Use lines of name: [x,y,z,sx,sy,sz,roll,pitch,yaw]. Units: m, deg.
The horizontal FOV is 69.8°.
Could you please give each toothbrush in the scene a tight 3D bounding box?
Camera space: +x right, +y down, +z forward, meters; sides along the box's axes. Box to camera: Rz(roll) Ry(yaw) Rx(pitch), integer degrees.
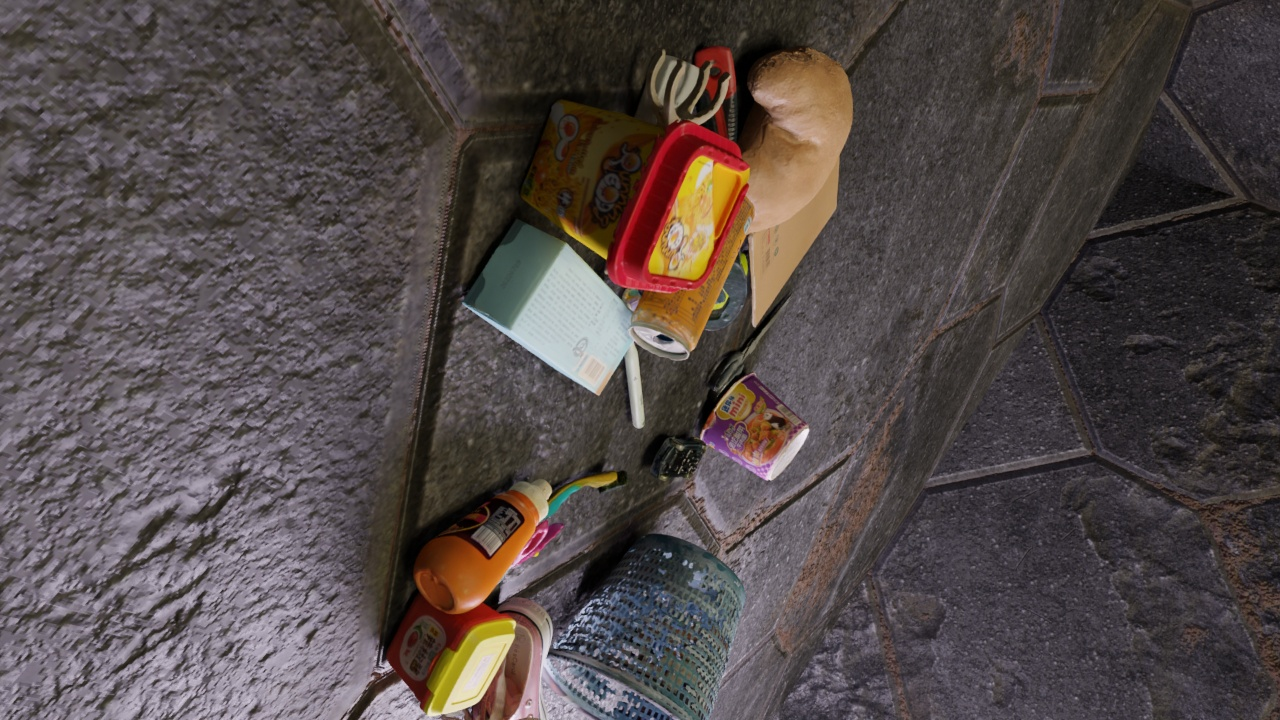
toothbrush: [-0.005,0.005,0.889,0.190,0.020,0.029,87,17,-48]

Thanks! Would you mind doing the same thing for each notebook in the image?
notebook: [0.173,-0.155,1.014,0.207,0.008,0.148,-54,154,-27]

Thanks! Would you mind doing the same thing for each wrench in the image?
wrench: [0.069,-0.141,0.814,0.016,0.056,0.274,-85,174,-53]

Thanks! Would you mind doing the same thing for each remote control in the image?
remote control: [0.009,-0.167,0.737,0.058,0.021,0.150,-9,124,-57]

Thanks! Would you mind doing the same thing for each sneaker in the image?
sneaker: [-0.140,0.355,0.926,0.087,0.118,0.241,-48,151,-60]

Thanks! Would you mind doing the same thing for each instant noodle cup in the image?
instant noodle cup: [-0.007,-0.120,0.643,0.115,0.124,0.116,-1,118,-60]
instant noodle cup: [0.144,0.087,1.125,0.111,0.099,0.112,-44,160,-21]

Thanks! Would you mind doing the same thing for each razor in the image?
razor: [-0.067,0.135,0.908,0.132,0.043,0.028,-20,89,-50]

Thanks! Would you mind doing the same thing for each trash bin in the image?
trash bin: [0.018,0.321,1.072,0.194,0.227,0.227,-58,156,-32]

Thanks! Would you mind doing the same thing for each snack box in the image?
snack box: [-0.166,0.247,0.797,0.091,0.080,0.082,-62,152,5]
snack box: [-0.062,-0.036,0.716,0.074,0.052,0.175,-58,154,-5]

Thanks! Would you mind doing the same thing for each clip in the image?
clip: [0.035,-0.187,0.698,0.094,0.035,0.102,-24,134,-24]

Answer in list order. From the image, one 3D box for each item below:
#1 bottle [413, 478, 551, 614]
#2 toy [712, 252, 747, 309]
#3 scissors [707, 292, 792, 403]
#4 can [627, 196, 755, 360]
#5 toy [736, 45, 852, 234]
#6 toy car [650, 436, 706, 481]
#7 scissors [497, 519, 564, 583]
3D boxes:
bottle: [-0.127,0.150,0.792,0.149,0.067,0.067,-43,150,-44]
toy: [0.080,-0.077,0.931,0.100,0.031,0.097,-45,163,-26]
scissors: [0.135,-0.014,1.122,0.174,0.014,0.133,-29,142,-51]
can: [0.043,-0.076,0.764,0.145,0.058,0.058,-65,156,-18]
toy: [0.121,-0.179,0.860,0.143,0.082,0.226,3,119,-38]
toy car: [0.042,0.112,1.065,0.105,0.031,0.049,8,109,-63]
scissors: [-0.123,0.192,0.852,0.135,0.017,0.108,-39,167,-19]
